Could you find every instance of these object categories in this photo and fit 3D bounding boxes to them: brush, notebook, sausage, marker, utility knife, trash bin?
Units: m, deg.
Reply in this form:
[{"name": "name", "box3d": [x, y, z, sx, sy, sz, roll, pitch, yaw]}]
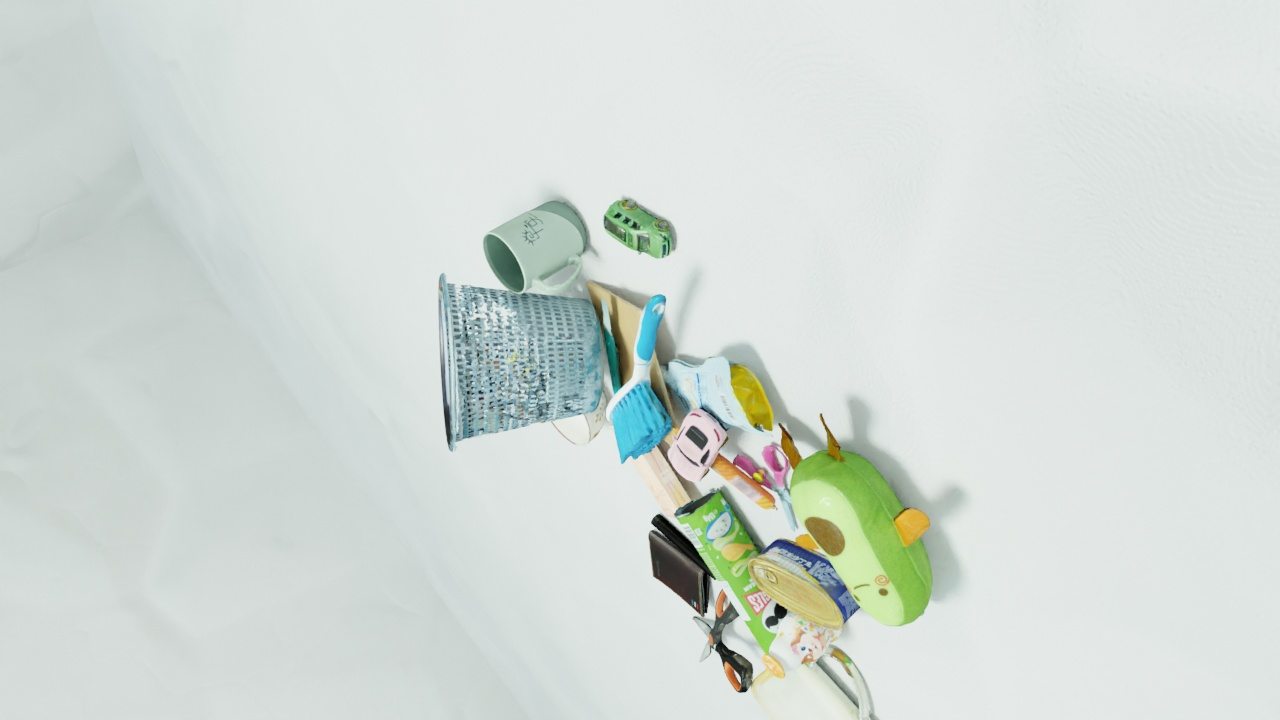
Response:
[{"name": "brush", "box3d": [0.004, 0.032, 1.086, 0.109, 0.060, 0.315, 65, 160, 14]}, {"name": "notebook", "box3d": [-0.007, 0.007, 1.171, 0.148, 0.008, 0.208, 34, 146, 55]}, {"name": "sausage", "box3d": [0.100, 0.128, 1.107, 0.165, 0.021, 0.021, 38, 147, 22]}, {"name": "marker", "box3d": [0.066, 0.274, 1.352, 0.132, 0.020, 0.022, 39, 164, 27]}, {"name": "utility knife", "box3d": [-0.036, -0.008, 1.187, 0.029, 0.013, 0.210, 53, 162, 34]}, {"name": "trash bin", "box3d": [-0.155, -0.002, 1.181, 0.227, 0.195, 0.226, 176, 91, -75]}]

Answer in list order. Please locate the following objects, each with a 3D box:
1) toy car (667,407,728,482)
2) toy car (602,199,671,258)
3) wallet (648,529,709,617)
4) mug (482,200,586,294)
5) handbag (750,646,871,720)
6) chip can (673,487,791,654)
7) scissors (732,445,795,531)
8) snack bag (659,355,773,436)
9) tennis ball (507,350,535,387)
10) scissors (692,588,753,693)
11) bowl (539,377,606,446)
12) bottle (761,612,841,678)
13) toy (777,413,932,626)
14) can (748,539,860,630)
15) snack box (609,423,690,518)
[{"name": "toy car", "box3d": [0.064, 0.103, 1.076, 0.056, 0.037, 0.123, 43, 144, 17]}, {"name": "toy car", "box3d": [-0.003, -0.143, 1.013, 0.091, 0.036, 0.043, 32, 142, 30]}, {"name": "wallet", "box3d": [0.058, 0.326, 1.410, 0.122, 0.020, 0.096, 29, 132, 43]}, {"name": "mug", "box3d": [-0.117, -0.132, 1.121, 0.111, 0.106, 0.082, 47, 150, 16]}, {"name": "handbag", "box3d": [0.252, 0.454, 1.233, 0.163, 0.063, 0.179, 47, 135, 16]}, {"name": "chip can", "box3d": [0.135, 0.282, 1.201, 0.236, 0.072, 0.072, 57, 152, -1]}, {"name": "scissors", "box3d": [0.164, 0.147, 1.081, 0.133, 0.017, 0.129, 38, 144, 22]}, {"name": "snack bag", "box3d": [0.082, 0.045, 1.069, 0.110, 0.038, 0.191, 53, 160, -12]}, {"name": "tennis ball", "box3d": [-0.195, 0.017, 1.435, 0.065, 0.065, 0.066, 37, 147, 30]}, {"name": "scissors", "box3d": [0.121, 0.411, 1.372, 0.221, 0.021, 0.222, -126, 36, -63]}, {"name": "bowl", "box3d": [-0.090, 0.060, 1.325, 0.113, 0.062, 0.114, 36, 147, 29]}, {"name": "bottle", "box3d": [0.198, 0.344, 1.133, 0.063, 0.108, 0.063, 38, 148, 29]}, {"name": "toy", "box3d": [0.219, 0.167, 0.940, 0.246, 0.089, 0.227, 57, 158, 3]}, {"name": "can", "box3d": [0.200, 0.270, 1.114, 0.148, 0.049, 0.075, 18, 134, 49]}, {"name": "snack box", "box3d": [0.016, 0.149, 1.274, 0.157, 0.026, 0.084, 57, 165, -4]}]
